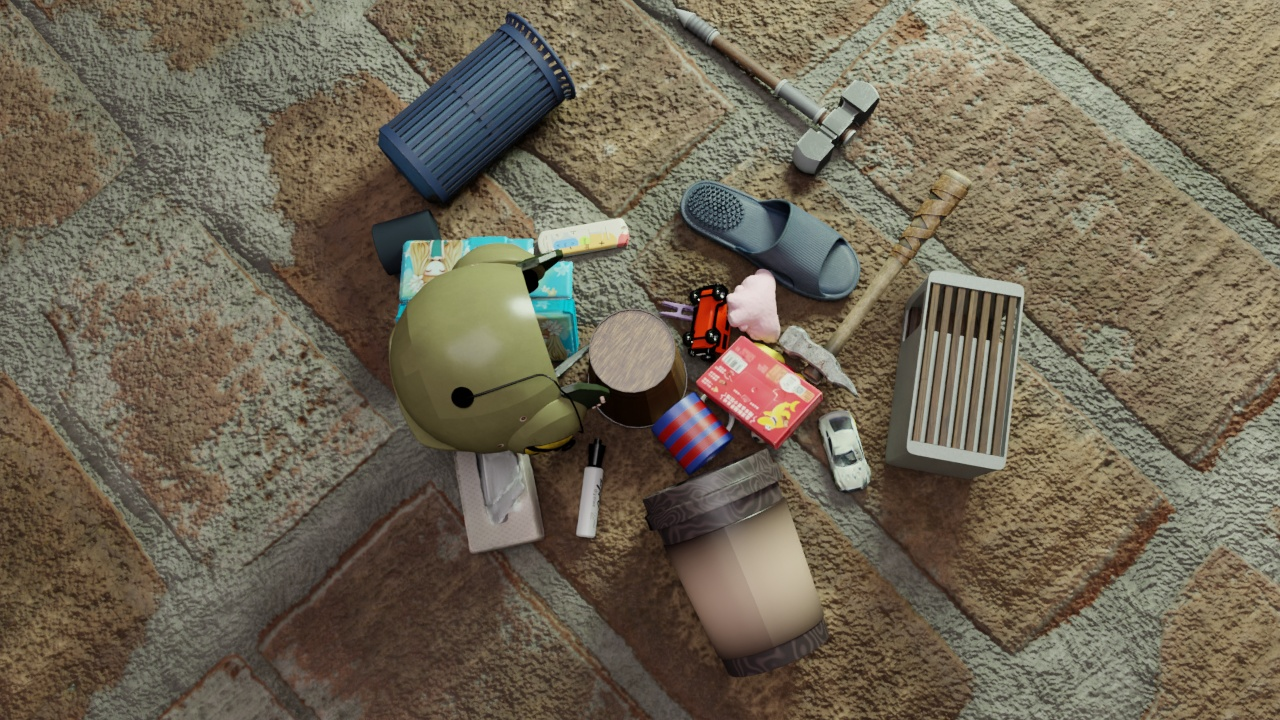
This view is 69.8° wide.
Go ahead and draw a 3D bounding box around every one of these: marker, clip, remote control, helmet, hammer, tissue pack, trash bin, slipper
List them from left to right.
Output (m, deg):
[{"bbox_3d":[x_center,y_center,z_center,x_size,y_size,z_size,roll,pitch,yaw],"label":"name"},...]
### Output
[{"bbox_3d":[-0.226,-0.333,1.241,0.249,0.139,0.139,-42,79,-5],"label":"trash bin"},{"bbox_3d":[-0.172,0.000,1.058,0.233,0.256,0.250,-18,78,-4],"label":"helmet"},{"bbox_3d":[-0.182,0.146,1.164,0.104,0.071,0.181,-13,76,7],"label":"tissue pack"},{"bbox_3d":[-0.078,-0.166,1.258,0.125,0.018,0.038,-11,77,-2],"label":"remote control"},{"bbox_3d":[-0.063,0.163,1.179,0.025,0.025,0.125,6,78,4],"label":"marker"},{"bbox_3d":[0.053,-0.069,1.233,0.053,0.013,0.037,26,80,5],"label":"clip"},{"bbox_3d":[0.168,-0.406,1.292,0.322,0.043,0.156,41,82,12],"label":"hammer"},{"bbox_3d":[0.175,-0.174,1.216,0.263,0.082,0.101,28,78,8],"label":"slipper"},{"bbox_3d":[0.311,-0.103,1.165,0.121,0.049,0.319,38,94,23],"label":"hammer"},{"bbox_3d":[0.389,0.021,1.145,0.114,0.114,0.228,10,78,5],"label":"trash bin"}]

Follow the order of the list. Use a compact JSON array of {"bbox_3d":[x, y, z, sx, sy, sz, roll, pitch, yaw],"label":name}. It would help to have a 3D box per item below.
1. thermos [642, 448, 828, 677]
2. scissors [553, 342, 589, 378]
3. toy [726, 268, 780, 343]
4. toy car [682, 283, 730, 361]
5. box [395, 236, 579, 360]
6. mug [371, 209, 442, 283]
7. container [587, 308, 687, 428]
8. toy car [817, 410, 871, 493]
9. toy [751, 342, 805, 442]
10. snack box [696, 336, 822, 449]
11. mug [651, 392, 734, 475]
[{"bbox_3d":[0.119,0.240,1.088,0.172,0.173,0.226,-22,84,-3],"label":"thermos"},{"bbox_3d":[-0.131,0.022,1.203,0.090,0.014,0.172,31,97,5],"label":"scissors"},{"bbox_3d":[0.144,-0.068,1.189,0.095,0.053,0.099,-9,93,-43],"label":"toy"},{"bbox_3d":[0.092,-0.050,1.205,0.048,0.051,0.100,21,72,-39],"label":"toy car"},{"bbox_3d":[-0.197,-0.072,1.185,0.227,0.083,0.172,-1,105,1],"label":"box"},{"bbox_3d":[-0.307,-0.143,1.240,0.077,0.071,0.105,-16,99,-2],"label":"mug"},{"bbox_3d":[-0.007,0.006,1.138,0.132,0.167,0.132,-1,77,2],"label":"container"},{"bbox_3d":[0.262,0.115,1.173,0.048,0.033,0.105,-14,78,-3],"label":"toy car"},{"bbox_3d":[0.164,0.040,1.184,0.105,0.067,0.137,-18,65,-4],"label":"toy"},{"bbox_3d":[0.147,0.038,1.141,0.133,0.021,0.089,39,77,28],"label":"snack box"},{"bbox_3d":[0.079,0.085,1.173,0.111,0.075,0.076,-33,77,-32],"label":"mug"}]
